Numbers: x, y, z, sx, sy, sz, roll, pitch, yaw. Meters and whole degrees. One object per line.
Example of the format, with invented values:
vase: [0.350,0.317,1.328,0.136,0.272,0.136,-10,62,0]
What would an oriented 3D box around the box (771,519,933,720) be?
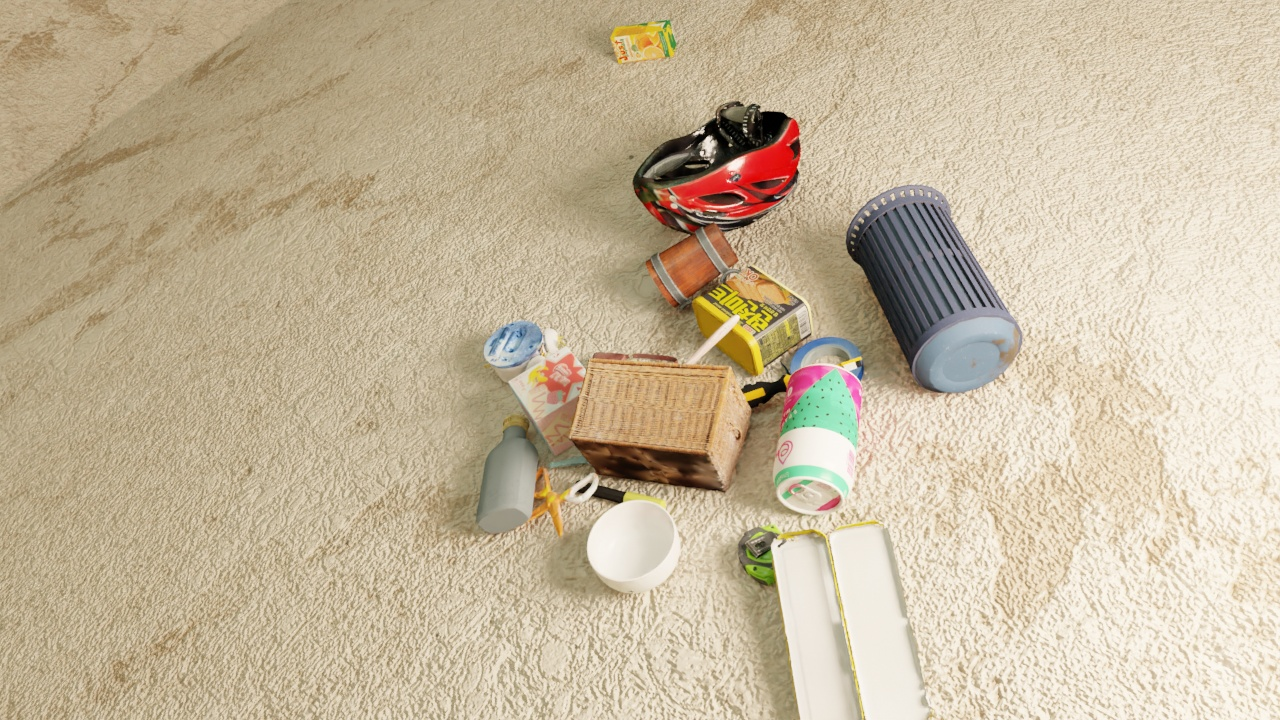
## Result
box: [0.206,0.263,0.915,0.127,0.023,0.209,-9,55,5]

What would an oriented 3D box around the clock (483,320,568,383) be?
clock: [-0.162,-0.010,1.312,0.125,0.052,0.088,4,50,24]

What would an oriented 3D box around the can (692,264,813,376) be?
can: [0.150,-0.056,1.220,0.101,0.072,0.131,-34,46,-15]

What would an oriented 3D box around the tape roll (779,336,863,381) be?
tape roll: [0.236,0.010,1.162,0.093,0.016,0.091,-29,45,-6]

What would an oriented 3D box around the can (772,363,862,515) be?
can: [0.204,0.087,1.052,0.088,0.088,0.165,0,49,21]

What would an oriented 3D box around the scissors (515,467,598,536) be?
scissors: [-0.106,0.171,1.136,0.128,0.011,0.125,-33,38,9]

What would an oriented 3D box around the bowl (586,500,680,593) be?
bowl: [-0.005,0.216,1.040,0.105,0.054,0.104,-10,46,10]

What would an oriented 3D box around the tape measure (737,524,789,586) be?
tape measure: [0.137,0.210,1.001,0.058,0.036,0.065,-35,47,-11]

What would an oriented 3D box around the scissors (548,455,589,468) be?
scissors: [-0.053,0.123,1.174,0.137,0.015,0.056,-8,49,8]

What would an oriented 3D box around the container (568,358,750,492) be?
container: [0.024,0.077,1.103,0.199,0.114,0.112,4,60,22]

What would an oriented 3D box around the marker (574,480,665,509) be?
marker: [-0.028,0.167,1.119,0.124,0.017,0.021,10,53,30]

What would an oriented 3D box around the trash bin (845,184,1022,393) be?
trash bin: [0.356,-0.085,1.120,0.139,0.139,0.249,-17,47,6]

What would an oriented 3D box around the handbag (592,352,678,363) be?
handbag: [-0.007,0.007,1.257,0.120,0.029,0.055,-5,45,10]

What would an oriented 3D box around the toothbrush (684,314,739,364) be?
toothbrush: [0.064,0.007,1.178,0.181,0.015,0.018,-46,48,18]

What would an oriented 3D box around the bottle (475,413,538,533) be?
bottle: [-0.167,0.139,1.173,0.072,0.046,0.161,-25,40,24]

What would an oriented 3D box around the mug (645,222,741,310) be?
mug: [0.084,-0.122,1.297,0.111,0.081,0.117,-33,88,12]

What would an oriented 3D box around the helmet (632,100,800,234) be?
helmet: [0.117,-0.278,1.365,0.271,0.167,0.217,-29,29,-19]

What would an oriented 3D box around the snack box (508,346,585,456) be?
snack box: [-0.105,0.053,1.211,0.094,0.079,0.093,-31,46,-10]

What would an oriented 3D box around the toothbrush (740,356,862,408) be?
toothbrush: [0.179,0.030,1.139,0.197,0.031,0.031,-20,85,19]

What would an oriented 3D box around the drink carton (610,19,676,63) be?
drink carton: [0.003,-0.630,1.816,0.123,0.058,0.041,1,49,22]
